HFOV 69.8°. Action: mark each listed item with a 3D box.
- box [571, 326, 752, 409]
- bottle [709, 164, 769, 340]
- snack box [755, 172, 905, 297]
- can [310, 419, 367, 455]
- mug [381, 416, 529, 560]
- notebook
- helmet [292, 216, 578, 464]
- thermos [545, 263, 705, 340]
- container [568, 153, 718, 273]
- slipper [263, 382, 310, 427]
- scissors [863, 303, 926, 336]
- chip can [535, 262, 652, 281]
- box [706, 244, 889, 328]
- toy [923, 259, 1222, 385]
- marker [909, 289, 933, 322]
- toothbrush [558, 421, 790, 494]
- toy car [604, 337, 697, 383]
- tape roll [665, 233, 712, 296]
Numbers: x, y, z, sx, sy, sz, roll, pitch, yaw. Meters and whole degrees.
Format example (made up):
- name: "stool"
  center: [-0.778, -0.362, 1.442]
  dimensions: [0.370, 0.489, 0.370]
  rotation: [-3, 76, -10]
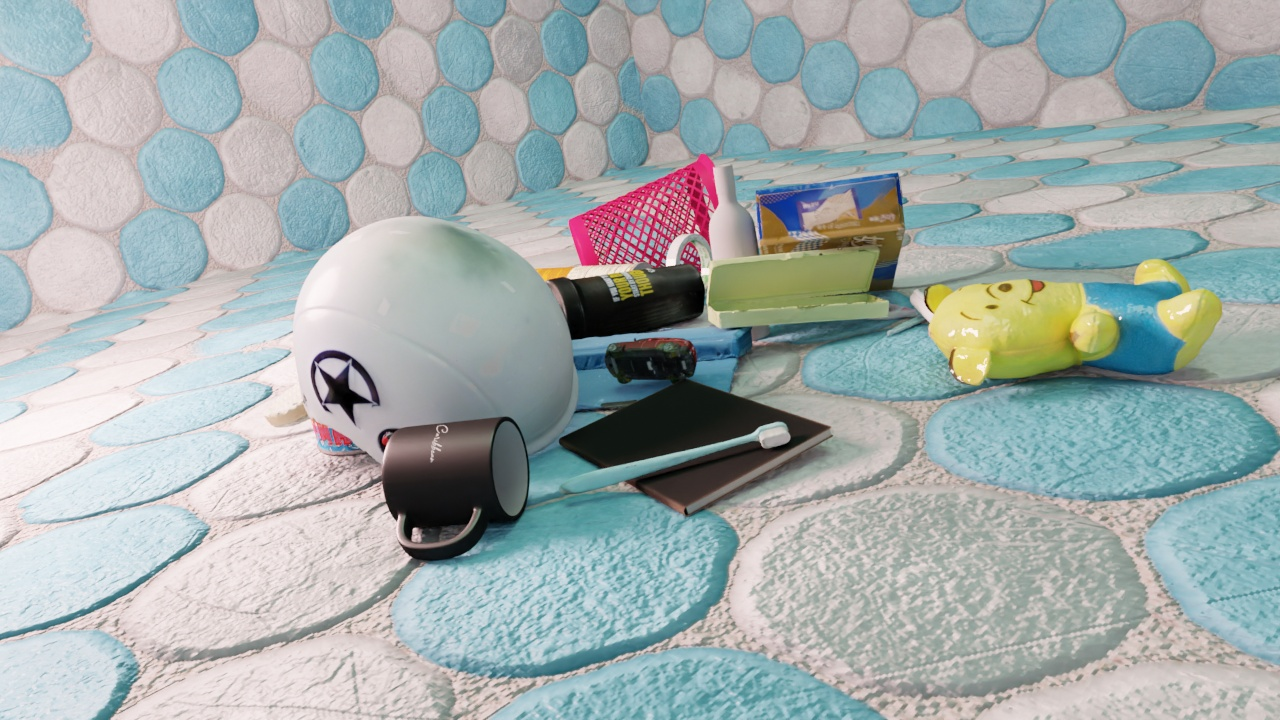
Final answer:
- name: "box"
  center: [-0.006, 0.002, 0.964]
  dimensions: [0.232, 0.048, 0.176]
  rotation: [-5, 18, 17]
- name: "bottle"
  center: [0.107, -0.121, 1.033]
  dimensions: [0.052, 0.195, 0.052]
  rotation: [-10, 16, 3]
- name: "snack box"
  center: [0.219, -0.136, 1.069]
  dimensions: [0.155, 0.069, 0.203]
  rotation: [-6, -15, 10]
- name: "can"
  center: [-0.277, 0.053, 0.958]
  dimensions: [0.130, 0.044, 0.129]
  rotation: [-10, 16, 3]
- name: "mug"
  center: [-0.141, 0.098, 0.686]
  dimensions: [0.088, 0.078, 0.113]
  rotation: [-7, 43, 13]
- name: "notebook"
  center: [0.037, 0.064, 0.763]
  dimensions: [0.141, 0.008, 0.209]
  rotation: [-25, 21, -24]
- name: "helmet"
  center: [-0.178, -0.032, 0.825]
  dimensions: [0.264, 0.164, 0.235]
  rotation: [24, 48, 11]
- name: "thermos"
  center: [-0.032, -0.067, 1.136]
  dimensions: [0.220, 0.098, 0.098]
  rotation: [-14, 16, -23]
- name: "container"
  center: [0.017, -0.190, 1.399]
  dimensions: [0.225, 0.183, 0.183]
  rotation: [-20, 17, -4]
- name: "slipper"
  center: [-0.263, 0.000, 0.952]
  dimensions: [0.115, 0.054, 0.271]
  rotation: [3, 29, 43]
- name: "scissors"
  center: [0.317, -0.058, 1.017]
  dimensions: [0.170, 0.013, 0.173]
  rotation: [-25, 24, -31]
- name: "chip can"
  center: [-0.081, -0.095, 1.278]
  dimensions: [0.215, 0.075, 0.075]
  rotation: [2, 20, 36]
- name: "box"
  center: [0.167, -0.069, 0.993]
  dimensions: [0.188, 0.090, 0.077]
  rotation: [-7, -10, -6]
- name: "toy"
  center: [0.350, -0.027, 0.770]
  dimensions: [0.214, 0.084, 0.148]
  rotation: [-6, 15, 22]
- name: "marker"
  center: [0.305, -0.044, 0.941]
  dimensions: [0.017, 0.020, 0.133]
  rotation: [-19, 22, 5]
- name: "toothbrush"
  center: [0.025, 0.076, 0.697]
  dimensions: [0.181, 0.016, 0.016]
  rotation: [-15, 28, 2]
- name: "toy car"
  center: [0.009, -0.002, 0.895]
  dimensions: [0.091, 0.042, 0.036]
  rotation: [-5, 38, 16]
- name: "tape roll"
  center: [0.069, -0.127, 1.259]
  dimensions: [0.018, 0.094, 0.093]
  rotation: [2, 21, 38]
